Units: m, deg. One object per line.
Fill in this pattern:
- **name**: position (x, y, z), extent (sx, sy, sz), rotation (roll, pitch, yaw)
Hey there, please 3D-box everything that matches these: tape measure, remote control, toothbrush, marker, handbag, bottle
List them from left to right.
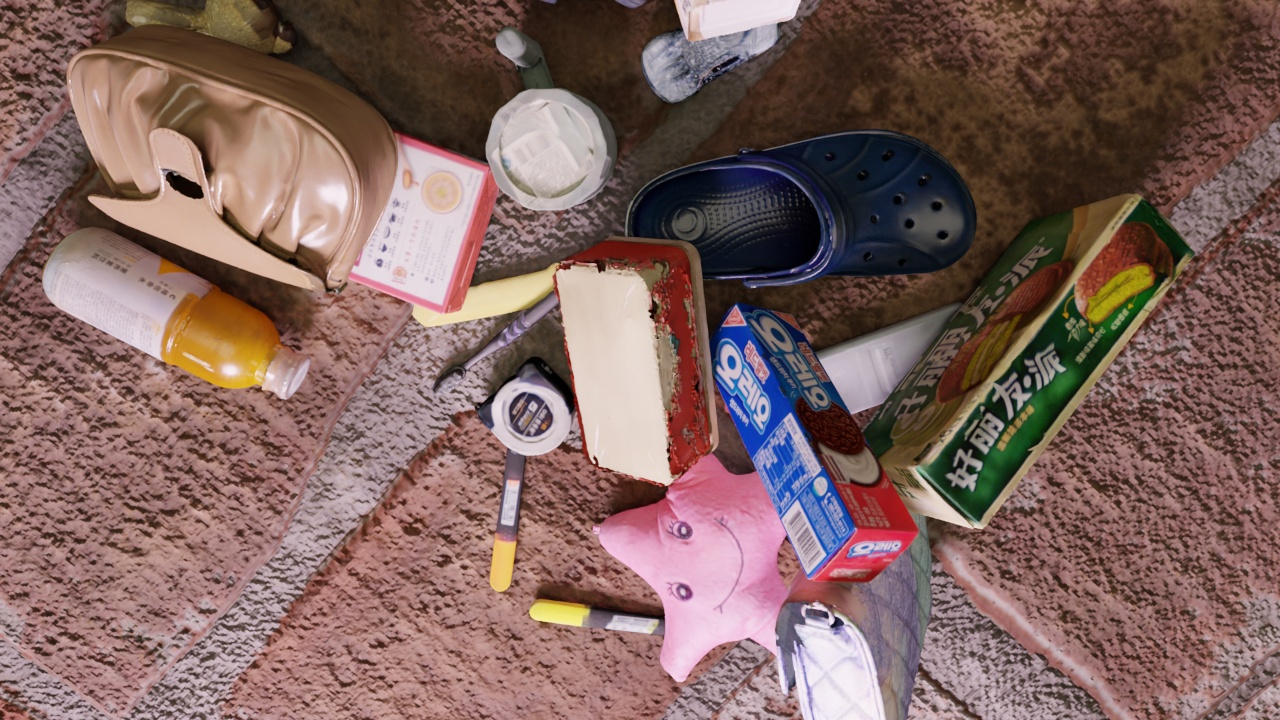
- **bottle**: position (-0.341, -0.030, 0.685), extent (0.189, 0.068, 0.068), rotation (28, 102, -5)
- **handbag**: position (-0.270, -0.127, 0.601), extent (0.204, 0.099, 0.148), rotation (19, 127, 5)
- **marker**: position (-0.107, 0.127, 0.745), extent (0.018, 0.015, 0.124), rotation (8, 100, -2)
- **toothbrush**: position (-0.090, -0.027, 0.699), extent (0.189, 0.016, 0.014), rotation (-36, 108, 15)
- **tape measure**: position (-0.084, 0.040, 0.714), extent (0.066, 0.033, 0.066), rotation (-40, 97, 11)
- **marker**: position (-0.030, 0.214, 0.763), extent (0.124, 0.015, 0.018), rotation (9, 104, -4)
- **handbag**: position (0.157, 0.176, 0.658), extent (0.076, 0.193, 0.134), rotation (-3, 110, 27)
- **remote control**: position (0.194, 0.001, 0.706), extent (0.136, 0.020, 0.056), rotation (-20, 103, 5)

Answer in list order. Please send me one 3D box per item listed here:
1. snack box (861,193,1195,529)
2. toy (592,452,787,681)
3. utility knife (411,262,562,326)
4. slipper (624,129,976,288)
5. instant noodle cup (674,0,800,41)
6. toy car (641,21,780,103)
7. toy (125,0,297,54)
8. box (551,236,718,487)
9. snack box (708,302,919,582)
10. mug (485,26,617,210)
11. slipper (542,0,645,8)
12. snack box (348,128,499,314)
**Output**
- **snack box**: position (0.251, 0.000, 0.624), extent (0.063, 0.114, 0.240), rotation (42, 82, -7)
- **toy**: position (0.046, 0.156, 0.714), extent (0.179, 0.074, 0.194), rotation (6, 92, 20)
- **utility knife**: position (-0.103, -0.052, 0.703), extent (0.152, 0.018, 0.031), rotation (-11, 98, 1)
- **slipper**: position (0.113, -0.106, 0.648), extent (0.253, 0.095, 0.105), rotation (-2, 105, 5)
- **instant noodle cup**: position (0.055, -0.283, 0.589), extent (0.117, 0.116, 0.124), rotation (-12, 94, 4)
- **toy car**: position (0.051, -0.226, 0.652), extent (0.106, 0.031, 0.049), rotation (-30, 101, 7)
- **toy**: position (-0.322, -0.212, 0.652), extent (0.157, 0.066, 0.105), rotation (-29, 130, 12)
- **box**: position (-0.004, 0.004, 0.650), extent (0.091, 0.079, 0.168), rotation (9, 119, 34)
- **snack box**: position (0.107, 0.048, 0.625), extent (0.058, 0.207, 0.057), rotation (8, 130, -30)
- **mug**: position (-0.066, -0.164, 0.632), extent (0.084, 0.103, 0.124), rotation (-19, 103, 5)
- **slipper**: position (-0.117, -0.295, 0.612), extent (0.268, 0.110, 0.083), rotation (32, 118, -1)
- **snack box**: position (-0.179, -0.109, 0.673), extent (0.127, 0.044, 0.113), rotation (21, 102, 4)
